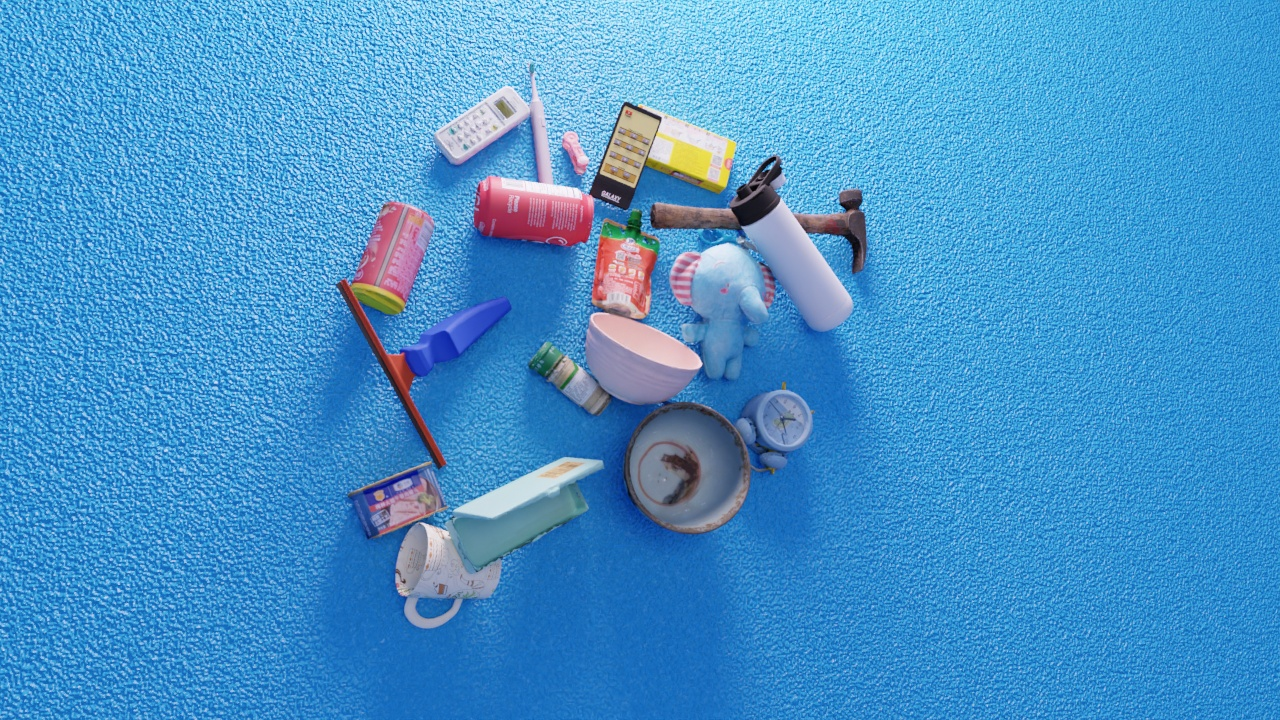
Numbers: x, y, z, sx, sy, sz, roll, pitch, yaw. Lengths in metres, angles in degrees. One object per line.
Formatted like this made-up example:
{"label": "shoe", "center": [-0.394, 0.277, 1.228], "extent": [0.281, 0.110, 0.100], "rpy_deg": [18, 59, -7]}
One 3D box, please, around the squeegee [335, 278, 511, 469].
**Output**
{"label": "squeegee", "center": [-0.231, -0.025, 1.101], "extent": [0.184, 0.055, 0.249], "rpy_deg": [-37, 115, -30]}

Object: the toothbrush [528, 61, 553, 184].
{"label": "toothbrush", "center": [-0.135, -0.311, 1.223], "extent": [0.018, 0.019, 0.187], "rpy_deg": [-4, 79, -21]}

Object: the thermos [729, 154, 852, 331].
{"label": "thermos", "center": [0.212, -0.154, 1.240], "extent": [0.101, 0.069, 0.230], "rpy_deg": [-45, 110, -18]}

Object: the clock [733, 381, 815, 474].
{"label": "clock", "center": [0.173, 0.092, 1.211], "extent": [0.089, 0.052, 0.124], "rpy_deg": [45, 68, -5]}

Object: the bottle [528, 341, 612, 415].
{"label": "bottle", "center": [-0.087, 0.024, 1.148], "extent": [0.110, 0.043, 0.042], "rpy_deg": [38, 69, -6]}

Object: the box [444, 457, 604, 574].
{"label": "box", "center": [-0.119, 0.162, 1.040], "extent": [0.187, 0.092, 0.077], "rpy_deg": [-20, 81, -48]}

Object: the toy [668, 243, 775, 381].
{"label": "toy", "center": [0.117, -0.065, 1.200], "extent": [0.183, 0.115, 0.180], "rpy_deg": [4, 83, -40]}

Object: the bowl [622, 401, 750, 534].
{"label": "bowl", "center": [0.045, 0.137, 1.135], "extent": [0.159, 0.094, 0.159], "rpy_deg": [4, 76, -17]}

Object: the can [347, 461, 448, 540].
{"label": "can", "center": [-0.276, 0.161, 1.048], "extent": [0.099, 0.054, 0.059], "rpy_deg": [-21, 86, -21]}

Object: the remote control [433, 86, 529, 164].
{"label": "remote control", "center": [-0.207, -0.306, 1.197], "extent": [0.133, 0.022, 0.050], "rpy_deg": [-41, 91, -22]}

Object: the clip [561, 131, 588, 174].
{"label": "clip", "center": [-0.087, -0.276, 1.233], "extent": [0.023, 0.044, 0.060], "rpy_deg": [-21, 57, -24]}

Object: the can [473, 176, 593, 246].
{"label": "can", "center": [-0.136, -0.188, 1.164], "extent": [0.142, 0.075, 0.074], "rpy_deg": [5, 76, -17]}

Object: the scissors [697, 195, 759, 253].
{"label": "scissors", "center": [0.145, -0.176, 1.285], "extent": [0.130, 0.014, 0.116], "rpy_deg": [27, 69, -10]}

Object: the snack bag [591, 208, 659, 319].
{"label": "snack bag", "center": [-0.017, -0.133, 1.212], "extent": [0.087, 0.044, 0.155], "rpy_deg": [17, 68, -19]}

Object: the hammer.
{"label": "hammer", "center": [0.170, -0.185, 1.275], "extent": [0.329, 0.033, 0.120], "rpy_deg": [-1, 82, -21]}

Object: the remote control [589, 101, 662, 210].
{"label": "remote control", "center": [-0.020, -0.274, 1.232], "extent": [0.058, 0.013, 0.133], "rpy_deg": [20, 92, -13]}

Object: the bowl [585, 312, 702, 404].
{"label": "bowl", "center": [-0.007, 0.007, 1.138], "extent": [0.153, 0.153, 0.076], "rpy_deg": [21, 105, -13]}

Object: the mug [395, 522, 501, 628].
{"label": "mug", "center": [-0.221, 0.251, 1.036], "extent": [0.097, 0.081, 0.122], "rpy_deg": [20, 98, -33]}

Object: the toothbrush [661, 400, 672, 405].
{"label": "toothbrush", "center": [0.056, 0.066, 1.200], "extent": [0.132, 0.016, 0.021], "rpy_deg": [25, 71, -14]}

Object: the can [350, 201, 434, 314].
{"label": "can", "center": [-0.297, -0.123, 1.100], "extent": [0.066, 0.067, 0.124], "rpy_deg": [20, 72, -13]}

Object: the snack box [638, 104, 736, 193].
{"label": "snack box", "center": [0.055, -0.294, 1.278], "extent": [0.152, 0.025, 0.075], "rpy_deg": [18, 72, -13]}
